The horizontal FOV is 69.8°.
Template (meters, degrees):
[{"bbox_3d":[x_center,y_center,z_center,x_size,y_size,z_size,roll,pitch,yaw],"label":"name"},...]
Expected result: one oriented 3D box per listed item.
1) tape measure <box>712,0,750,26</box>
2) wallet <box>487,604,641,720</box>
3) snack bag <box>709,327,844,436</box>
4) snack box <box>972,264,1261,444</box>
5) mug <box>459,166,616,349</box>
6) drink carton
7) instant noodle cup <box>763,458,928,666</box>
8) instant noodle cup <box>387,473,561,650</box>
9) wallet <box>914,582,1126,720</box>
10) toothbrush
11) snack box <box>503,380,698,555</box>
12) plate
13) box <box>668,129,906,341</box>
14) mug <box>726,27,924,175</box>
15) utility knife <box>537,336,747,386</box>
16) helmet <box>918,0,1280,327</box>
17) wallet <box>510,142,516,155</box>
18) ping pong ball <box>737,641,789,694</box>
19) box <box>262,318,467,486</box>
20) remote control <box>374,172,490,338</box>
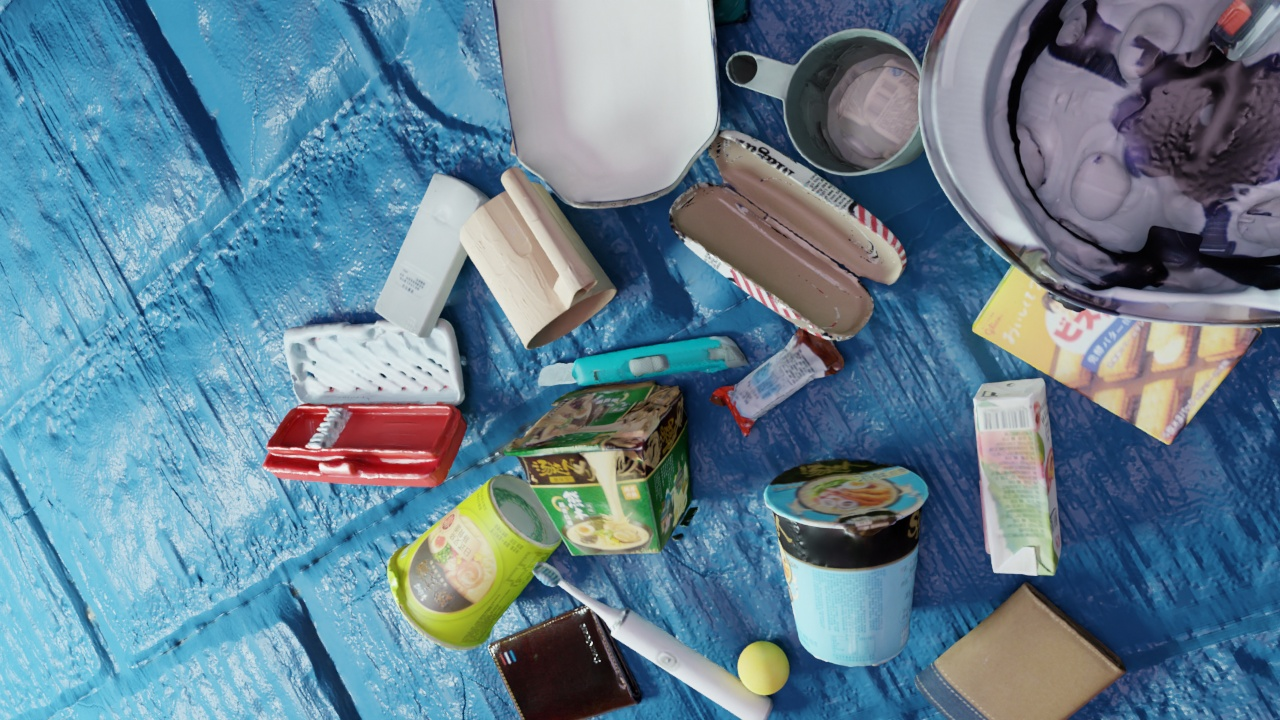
[{"bbox_3d":[0.048,-0.262,0.648,0.058,0.025,0.054,0,102,24],"label":"tape measure"},{"bbox_3d":[-0.069,0.277,0.820,0.122,0.020,0.096,-27,89,25],"label":"wallet"},{"bbox_3d":[0.100,0.015,0.682,0.105,0.026,0.045,-39,75,25],"label":"snack bag"},{"bbox_3d":[0.297,-0.021,0.582,0.140,0.033,0.087,35,112,16],"label":"snack box"},{"bbox_3d":[-0.077,-0.079,0.696,0.084,0.125,0.103,-32,83,-17],"label":"mug"},{"bbox_3d":[0.250,0.077,0.612,0.046,0.053,0.122,-5,99,29],"label":"drink carton"},{"bbox_3d":[0.147,0.146,0.650,0.111,0.111,0.120,1,107,24],"label":"instant noodle cup"},{"bbox_3d":[-0.134,0.164,0.782,0.111,0.111,0.124,46,107,9],"label":"instant noodle cup"},{"bbox_3d":[0.265,0.222,0.649,0.090,0.033,0.115,41,113,9],"label":"wallet"},{"bbox_3d":[0.008,0.226,0.741,0.221,0.026,0.027,33,101,0],"label":"toothbrush"},{"bbox_3d":[-0.021,0.088,0.712,0.118,0.118,0.106,-7,108,25],"label":"snack box"},{"bbox_3d":[-0.024,-0.242,0.648,0.162,0.034,0.266,-5,97,21],"label":"plate"},{"bbox_3d":[0.100,-0.091,0.631,0.162,0.075,0.086,38,144,16],"label":"box"},{"bbox_3d":[0.128,-0.168,0.588,0.124,0.103,0.084,25,110,19],"label":"mug"},{"bbox_3d":[-0.004,0.004,0.735,0.185,0.013,0.029,-8,97,26],"label":"utility knife"},{"bbox_3d":[0.295,-0.134,0.496,0.259,0.145,0.229,15,102,27],"label":"helmet"},{"bbox_3d":[-0.050,-0.213,0.697,0.119,0.035,0.131,18,105,22],"label":"wallet"},{"bbox_3d":[0.097,0.242,0.724,0.040,0.040,0.040,5,103,23],"label":"ping pong ball"},{"bbox_3d":[-0.248,0.039,0.830,0.201,0.069,0.157,-1,77,26],"label":"box"},{"bbox_3d":[-0.175,-0.089,0.774,0.056,0.019,0.135,29,99,23],"label":"remote control"}]
